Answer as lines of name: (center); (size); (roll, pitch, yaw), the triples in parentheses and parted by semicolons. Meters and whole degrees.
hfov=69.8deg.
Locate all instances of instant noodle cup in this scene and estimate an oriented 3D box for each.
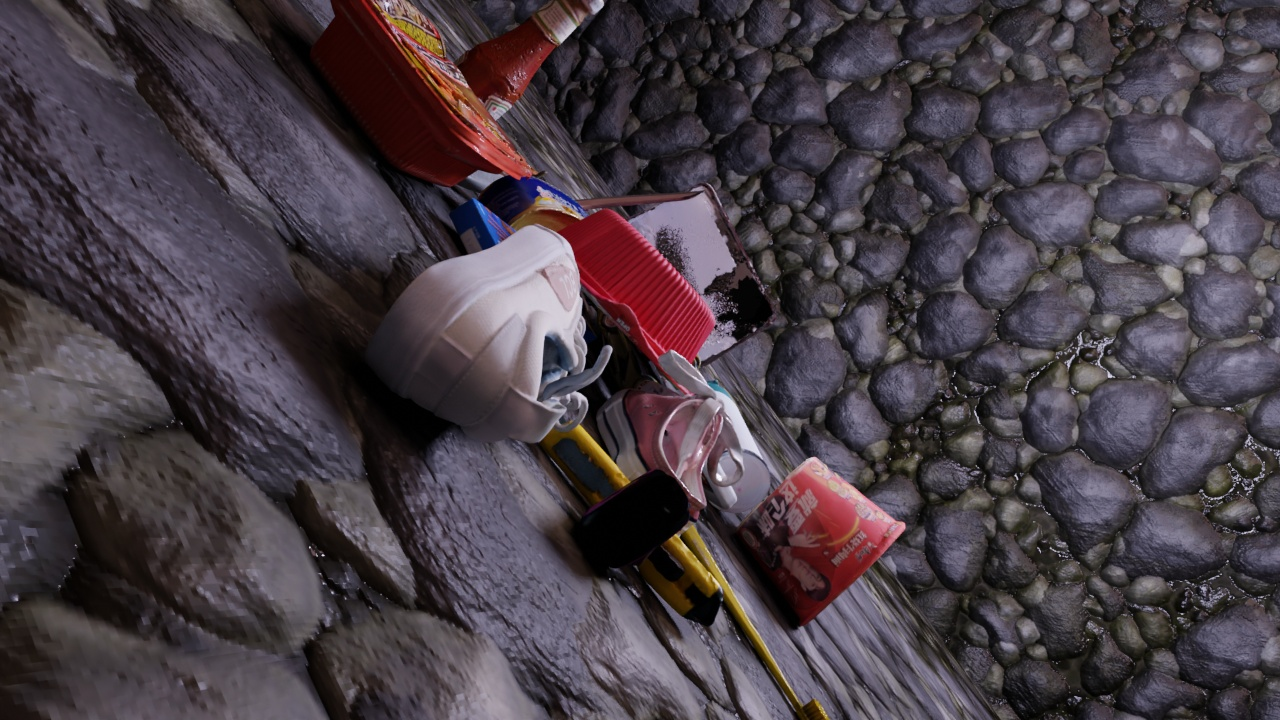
instant noodle cup: (-0.004, -0.058, 0.761); (0.194, 0.066, 0.194); (46, 2, -2)
instant noodle cup: (-0.174, -0.206, 0.715); (0.189, 0.079, 0.164); (51, 9, 6)
instant noodle cup: (0.165, 0.167, 0.877); (0.108, 0.138, 0.138); (46, 6, 15)

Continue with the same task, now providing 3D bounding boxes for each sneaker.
sneaker: (0.025, 0.056, 0.662); (0.118, 0.088, 0.241); (52, 3, -7)
sneaker: (-0.055, -0.012, 0.491); (0.091, 0.089, 0.242); (37, 12, -1)

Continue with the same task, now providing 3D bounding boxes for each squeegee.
squeegee: (-0.109, -0.161, 0.882); (0.249, 0.248, 0.040); (4, 90, -53)

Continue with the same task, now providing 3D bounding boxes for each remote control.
remote control: (0.043, 0.077, 0.818); (0.056, 0.020, 0.136); (26, -30, 55)

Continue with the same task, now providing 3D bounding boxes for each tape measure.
tape measure: (-0.001, 0.087, 0.500); (0.039, 0.057, 0.057); (58, -11, 4)

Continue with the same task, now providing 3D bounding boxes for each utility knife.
utility knife: (-0.009, 0.092, 0.539); (0.164, 0.033, 0.015); (49, 13, 0)

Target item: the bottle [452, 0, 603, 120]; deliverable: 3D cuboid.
bottle: (-0.121, -0.263, 0.818); (0.060, 0.206, 0.059); (50, 9, -11)

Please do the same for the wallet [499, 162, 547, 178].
wallet: (-0.160, -0.213, 0.930); (0.119, 0.035, 0.130); (29, 6, 3)

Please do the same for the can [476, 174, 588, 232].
can: (-0.088, -0.117, 0.835); (0.049, 0.075, 0.148); (55, 17, 25)

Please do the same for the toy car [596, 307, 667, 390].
toy car: (-0.005, 0.005, 0.885); (0.070, 0.042, 0.158); (43, 20, -55)

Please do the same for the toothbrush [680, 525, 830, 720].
toothbrush: (0.078, 0.186, 0.666); (0.190, 0.016, 0.015); (55, 8, 21)

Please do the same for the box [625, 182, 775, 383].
box: (0.017, -0.070, 1.031); (0.182, 0.153, 0.181); (63, -28, -5)

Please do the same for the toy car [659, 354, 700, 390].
toy car: (0.027, -0.014, 0.876); (0.091, 0.036, 0.043); (61, 12, 5)

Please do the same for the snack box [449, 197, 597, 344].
snack box: (-0.092, -0.066, 0.752); (0.084, 0.026, 0.157); (61, 11, 22)

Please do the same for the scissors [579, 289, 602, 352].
scissors: (-0.065, -0.074, 0.949); (0.159, 0.014, 0.175); (59, 15, 12)

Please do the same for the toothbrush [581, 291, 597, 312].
toothbrush: (-0.057, -0.058, 0.992); (0.189, 0.014, 0.016); (50, 16, -18)

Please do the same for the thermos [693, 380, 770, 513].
thermos: (0.084, 0.086, 0.985); (0.073, 0.073, 0.224); (50, 8, -16)
